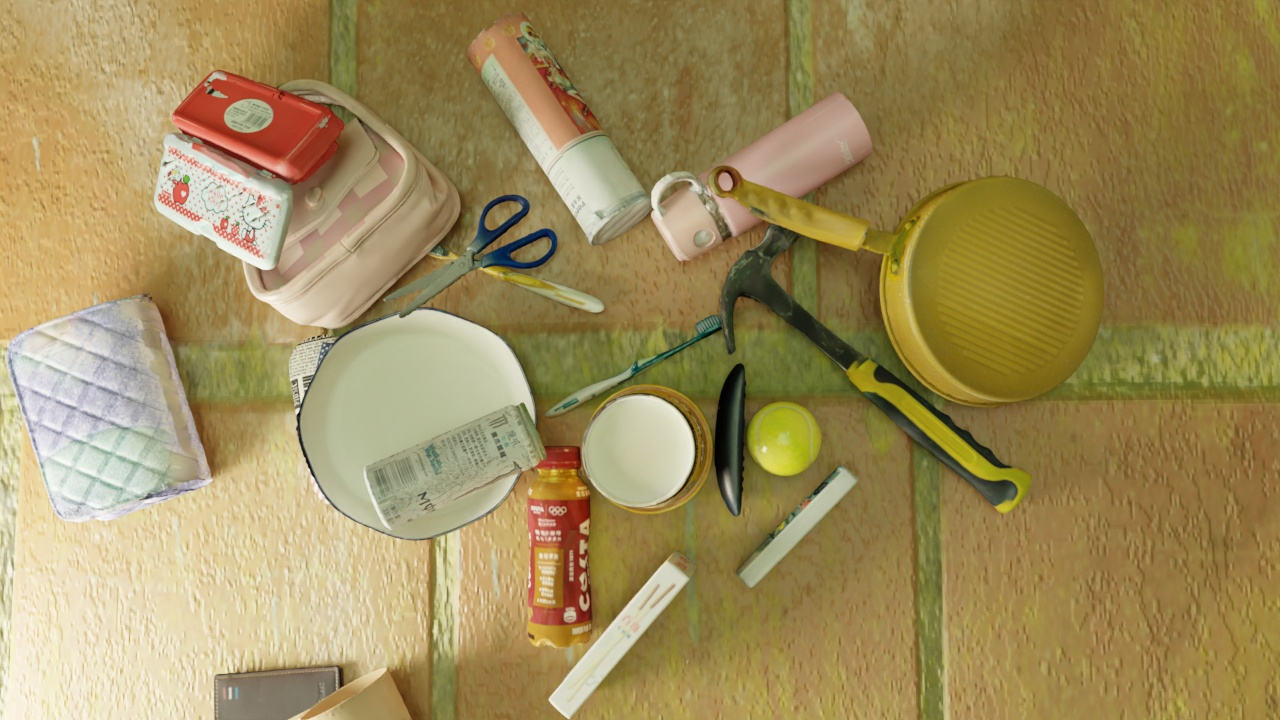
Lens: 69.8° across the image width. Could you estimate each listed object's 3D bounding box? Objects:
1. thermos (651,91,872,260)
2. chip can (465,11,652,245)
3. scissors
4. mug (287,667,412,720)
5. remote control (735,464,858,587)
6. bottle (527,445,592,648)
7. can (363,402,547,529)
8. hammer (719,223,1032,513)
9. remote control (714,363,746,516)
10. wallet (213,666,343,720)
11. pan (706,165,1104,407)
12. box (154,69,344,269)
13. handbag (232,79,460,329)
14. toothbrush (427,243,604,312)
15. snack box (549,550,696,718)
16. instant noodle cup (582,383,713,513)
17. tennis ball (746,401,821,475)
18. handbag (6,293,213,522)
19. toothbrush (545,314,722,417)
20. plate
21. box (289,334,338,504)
[{"bbox_3d":[0.102,-0.168,0.819,0.198,0.087,0.067,-30,42,3],"label":"thermos"},{"bbox_3d":[-0.075,-0.213,0.845,0.071,0.071,0.214,-34,83,2],"label":"chip can"},{"bbox_3d":[-0.148,-0.085,0.841,0.133,0.012,0.172,24,67,-5],"label":"scissors"},{"bbox_3d":[-0.258,0.350,0.816,0.125,0.084,0.103,-28,89,4],"label":"mug"},{"bbox_3d":[0.136,0.145,0.806,0.019,0.056,0.135,45,92,8],"label":"remote control"},{"bbox_3d":[-0.073,0.164,0.825,0.057,0.057,0.175,-2,86,6],"label":"bottle"},{"bbox_3d":[-0.157,0.089,0.782,0.146,0.058,0.058,-23,84,-11],"label":"can"},{"bbox_3d":[0.205,0.019,0.816,0.323,0.032,0.126,41,84,5],"label":"hammer"},{"bbox_3d":[0.079,0.070,0.818,0.024,0.053,0.136,2,86,-3],"label":"remote control"},{"bbox_3d":[-0.338,0.339,0.861,0.122,0.020,0.096,-4,85,3],"label":"wallet"},{"bbox_3d":[0.226,-0.089,0.782,0.357,0.078,0.197,23,82,-12],"label":"pan"},{"bbox_3d":[-0.367,-0.181,0.835,0.201,0.058,0.161,25,87,32],"label":"box"},{"bbox_3d":[-0.302,-0.167,0.866,0.193,0.093,0.234,-39,69,5],"label":"handbag"},{"bbox_3d":[-0.123,-0.080,0.866,0.191,0.018,0.016,20,90,9],"label":"toothbrush"},{"bbox_3d":[-0.013,0.236,0.800,0.027,0.084,0.157,40,90,9],"label":"snack box"},{"bbox_3d":[0.003,0.077,0.795,0.118,0.114,0.118,-1,85,6],"label":"instant noodle cup"},{"bbox_3d":[0.126,0.069,0.808,0.065,0.065,0.065,0,86,6],"label":"tennis ball"},{"bbox_3d":[-0.499,0.048,0.870,0.134,0.075,0.194,-19,86,0],"label":"handbag"},{"bbox_3d":[-0.005,0.005,0.851,0.191,0.016,0.018,-27,74,3],"label":"toothbrush"},{"bbox_3d":[-0.198,0.056,0.831,0.205,0.045,0.204,1,85,-8],"label":"plate"},{"bbox_3d":[-0.287,0.057,0.867,0.068,0.052,0.164,-11,86,-9],"label":"box"}]
